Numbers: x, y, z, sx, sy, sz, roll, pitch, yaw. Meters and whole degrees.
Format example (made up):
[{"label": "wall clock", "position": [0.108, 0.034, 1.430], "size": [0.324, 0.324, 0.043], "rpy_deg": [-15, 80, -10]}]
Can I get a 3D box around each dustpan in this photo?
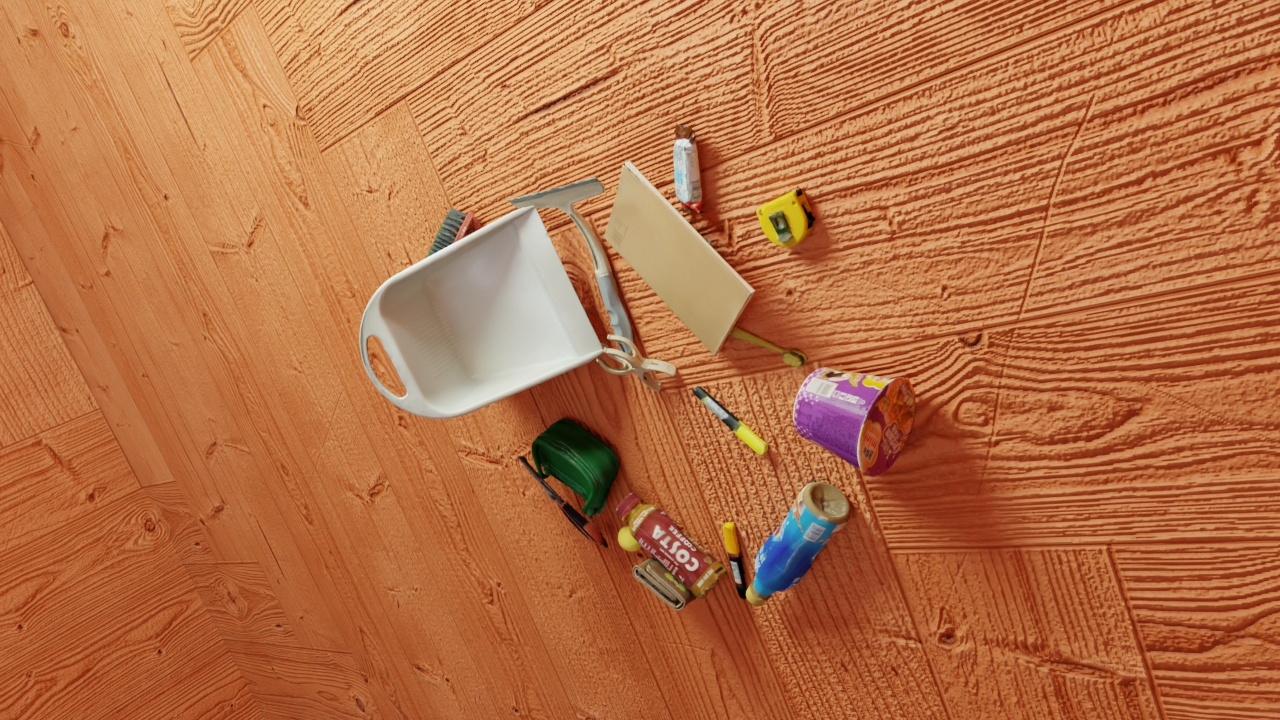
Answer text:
[{"label": "dustpan", "position": [-0.223, -0.042, 1.198], "size": [0.258, 0.142, 0.223], "rpy_deg": [-21, 102, 23]}]

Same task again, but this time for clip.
[{"label": "clip", "position": [-0.006, 0.005, 1.195], "size": [0.100, 0.034, 0.076], "rpy_deg": [29, 133, -14]}]

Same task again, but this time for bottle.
[{"label": "bottle", "position": [0.190, 0.242, 1.161], "size": [0.065, 0.065, 0.219], "rpy_deg": [39, 133, 17]}, {"label": "bottle", "position": [0.040, 0.258, 1.298], "size": [0.175, 0.057, 0.058], "rpy_deg": [41, 132, 15]}]

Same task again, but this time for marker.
[{"label": "marker", "position": [0.114, 0.075, 1.170], "size": [0.124, 0.015, 0.018], "rpy_deg": [42, 132, 19]}, {"label": "marker", "position": [0.132, 0.277, 1.263], "size": [0.018, 0.015, 0.124], "rpy_deg": [6, 118, 39]}]

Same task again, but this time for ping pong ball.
[{"label": "ping pong ball", "position": [-0.013, 0.261, 1.355], "size": [0.040, 0.040, 0.040], "rpy_deg": [19, 124, 31]}]

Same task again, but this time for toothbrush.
[{"label": "toothbrush", "position": [0.114, -0.033, 1.109], "size": [0.190, 0.016, 0.016], "rpy_deg": [25, 126, 28]}]

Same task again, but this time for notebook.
[{"label": "notebook", "position": [0.038, -0.116, 1.083], "size": [0.211, 0.012, 0.150], "rpy_deg": [48, 153, 13]}]

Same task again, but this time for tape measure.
[{"label": "tape measure", "position": [0.158, -0.152, 1.000], "size": [0.060, 0.028, 0.057], "rpy_deg": [-19, 100, 44]}]

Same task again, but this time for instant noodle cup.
[{"label": "instant noodle cup", "position": [0.230, 0.060, 1.007], "size": [0.099, 0.111, 0.112], "rpy_deg": [19, 124, 42]}]

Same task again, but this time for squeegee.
[{"label": "squeegee", "position": [-0.055, -0.117, 1.190], "size": [0.247, 0.039, 0.246], "rpy_deg": [4, 123, 58]}]

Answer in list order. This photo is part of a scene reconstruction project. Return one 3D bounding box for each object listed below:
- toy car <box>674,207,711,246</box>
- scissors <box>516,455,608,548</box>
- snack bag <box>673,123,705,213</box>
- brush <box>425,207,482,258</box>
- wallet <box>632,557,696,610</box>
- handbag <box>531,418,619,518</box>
[{"label": "toy car", "position": [0.048, -0.141, 1.090], "size": [0.090, 0.034, 0.043], "rpy_deg": [47, 150, 11]}, {"label": "scissors", "position": [-0.113, 0.211, 1.354], "size": [0.177, 0.015, 0.210], "rpy_deg": [38, 164, 18]}, {"label": "snack bag", "position": [0.053, -0.217, 1.053], "size": [0.045, 0.026, 0.105], "rpy_deg": [-141, 39, -58]}, {"label": "brush", "position": [-0.268, -0.160, 1.335], "size": [0.069, 0.063, 0.146], "rpy_deg": [26, 133, -13]}, {"label": "wallet", "position": [0.035, 0.314, 1.297], "size": [0.090, 0.115, 0.033], "rpy_deg": [38, 93, 14]}, {"label": "handbag", "position": [-0.099, 0.160, 1.352], "size": [0.131, 0.067, 0.120], "rpy_deg": [31, 135, 22]}]
